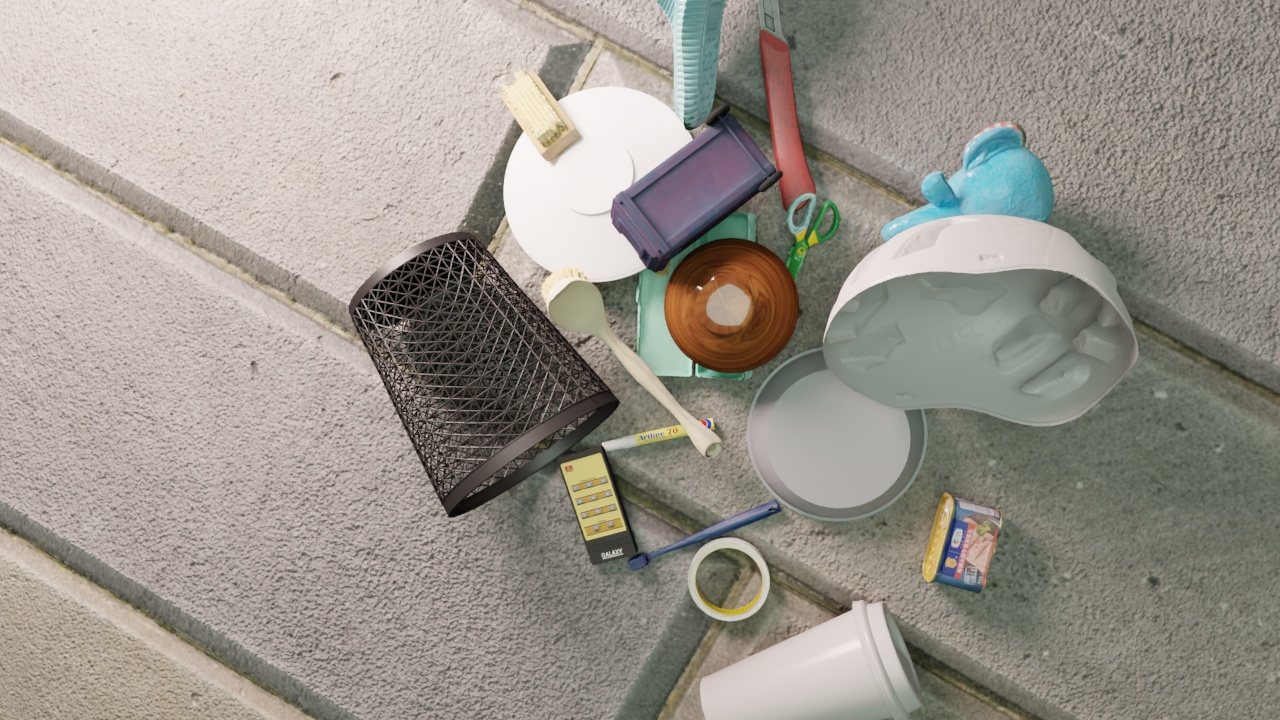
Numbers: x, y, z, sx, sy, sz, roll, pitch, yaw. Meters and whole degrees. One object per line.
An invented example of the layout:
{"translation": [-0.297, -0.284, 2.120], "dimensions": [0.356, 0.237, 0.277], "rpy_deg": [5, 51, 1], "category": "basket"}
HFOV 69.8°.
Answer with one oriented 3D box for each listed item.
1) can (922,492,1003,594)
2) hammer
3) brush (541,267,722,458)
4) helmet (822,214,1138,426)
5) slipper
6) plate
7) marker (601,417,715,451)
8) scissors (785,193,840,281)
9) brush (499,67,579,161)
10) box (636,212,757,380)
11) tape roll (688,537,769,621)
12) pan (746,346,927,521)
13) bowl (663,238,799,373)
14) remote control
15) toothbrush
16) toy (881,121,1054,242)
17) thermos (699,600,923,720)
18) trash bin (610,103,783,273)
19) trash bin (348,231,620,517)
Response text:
{"translation": [0.355, 0.202, 1.012], "dimensions": [0.059, 0.054, 0.100], "rpy_deg": [13, 95, 5], "category": "can"}
{"translation": [0.150, -0.323, 1.019], "dimensions": [0.126, 0.036, 0.315], "rpy_deg": [-7, 93, 9], "category": "hammer"}
{"translation": [-0.006, 0.006, 1.010], "dimensions": [0.062, 0.077, 0.272], "rpy_deg": [-41, 98, 18], "category": "brush"}
{"translation": [0.317, -0.037, 0.897], "dimensions": [0.282, 0.225, 0.183], "rpy_deg": [-7, 50, -6], "category": "helmet"}
{"translation": [0.052, -0.383, 0.963], "dimensions": [0.069, 0.115, 0.277], "rpy_deg": [15, 119, 19], "category": "slipper"}
{"translation": [-0.049, -0.202, 1.024], "dimensions": [0.230, 0.030, 0.229], "rpy_deg": [-2, 82, 12], "category": "plate"}
{"translation": [0.020, 0.087, 1.064], "dimensions": [0.132, 0.014, 0.014], "rpy_deg": [-13, 91, 7], "category": "marker"}
{"translation": [0.172, -0.125, 1.024], "dimensions": [0.071, 0.014, 0.131], "rpy_deg": [23, 103, -26], "category": "scissors"}
{"translation": [-0.117, -0.281, 1.032], "dimensions": [0.049, 0.039, 0.117], "rpy_deg": [-36, 66, 7], "category": "brush"}
{"translation": [0.063, -0.073, 1.035], "dimensions": [0.138, 0.057, 0.187], "rpy_deg": [4, 94, 18], "category": "box"}
{"translation": [0.102, 0.253, 1.061], "dimensions": [0.094, 0.019, 0.094], "rpy_deg": [0, 94, 7], "category": "tape roll"}
{"translation": [0.282, 0.037, 1.020], "dimensions": [0.357, 0.050, 0.200], "rpy_deg": [-38, 88, 10], "category": "pan"}
{"translation": [0.093, -0.058, 0.972], "dimensions": [0.147, 0.068, 0.147], "rpy_deg": [1, 94, 12], "category": "bowl"}
{"translation": [-0.050, 0.170, 1.070], "dimensions": [0.058, 0.013, 0.133], "rpy_deg": [-18, 95, 13], "category": "remote control"}
{"translation": [0.072, 0.204, 1.063], "dimensions": [0.190, 0.017, 0.016], "rpy_deg": [-23, 91, 7], "category": "toothbrush"}
{"translation": [0.342, -0.156, 0.973], "dimensions": [0.181, 0.114, 0.183], "rpy_deg": [-19, 129, 9], "category": "toy"}
{"translation": [0.184, 0.356, 1.012], "dimensions": [0.222, 0.131, 0.131], "rpy_deg": [-24, 90, 15], "category": "thermos"}
{"translation": [0.052, -0.173, 0.955], "dimensions": [0.160, 0.092, 0.094], "rpy_deg": [-38, 88, -7], "category": "trash bin"}
{"translation": [-0.180, 0.007, 0.995], "dimensions": [0.217, 0.217, 0.243], "rpy_deg": [-36, 82, 7], "category": "trash bin"}
